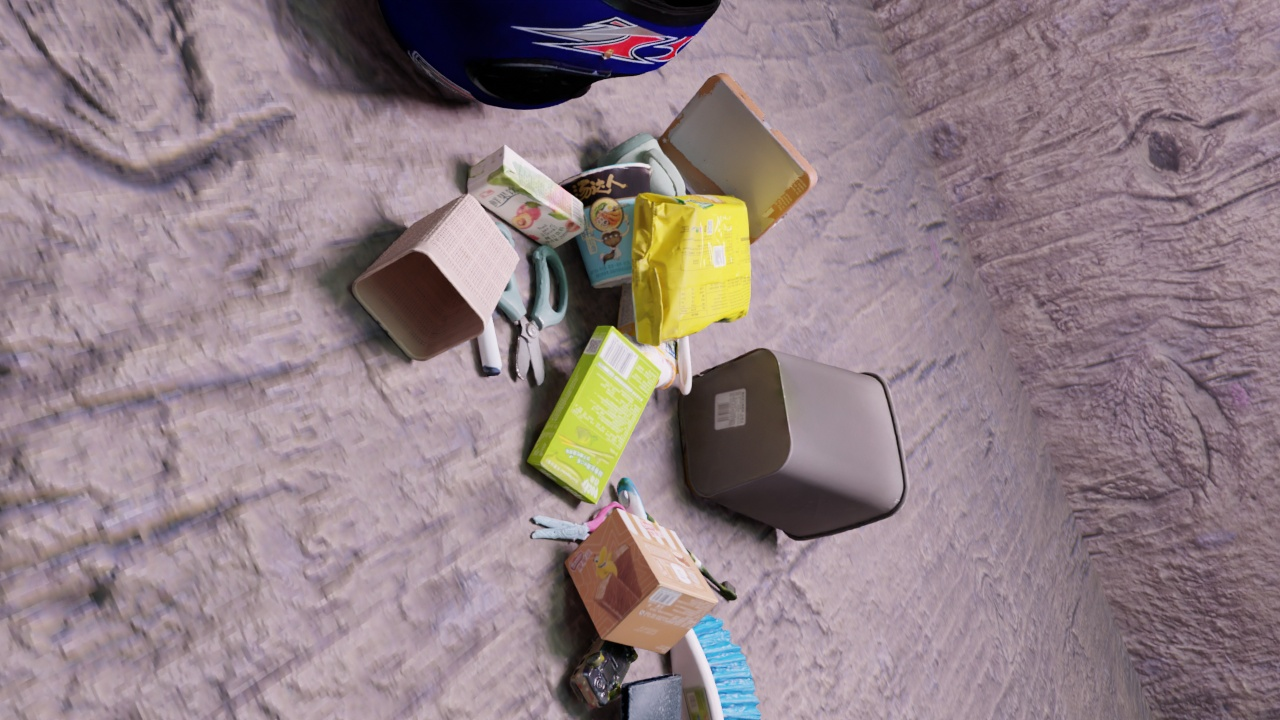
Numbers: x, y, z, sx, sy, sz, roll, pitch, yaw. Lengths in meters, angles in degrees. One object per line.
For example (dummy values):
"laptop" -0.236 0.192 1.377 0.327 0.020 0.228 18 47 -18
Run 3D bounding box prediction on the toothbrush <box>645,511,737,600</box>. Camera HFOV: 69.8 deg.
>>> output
"toothbrush" 0.055 0.218 1.021 0.186 0.012 0.017 46 33 -32

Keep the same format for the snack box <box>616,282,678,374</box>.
"snack box" 0.014 -0.056 1.094 0.087 0.034 0.140 39 42 -39

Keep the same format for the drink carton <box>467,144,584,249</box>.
"drink carton" -0.116 -0.167 0.944 0.122 0.054 0.045 32 44 -44

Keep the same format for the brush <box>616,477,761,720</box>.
"brush" 0.048 0.272 0.946 0.109 0.061 0.314 7 65 -51

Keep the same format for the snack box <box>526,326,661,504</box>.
"snack box" -0.043 0.053 0.901 0.085 0.026 0.156 41 66 -35

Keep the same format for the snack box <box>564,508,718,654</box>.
"snack box" 0.000 0.206 0.852 0.092 0.077 0.094 31 17 -44

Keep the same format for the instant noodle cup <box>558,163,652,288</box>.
"instant noodle cup" -0.027 -0.146 1.024 0.111 0.111 0.120 -10 87 -57

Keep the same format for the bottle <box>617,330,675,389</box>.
"bottle" -0.006 0.006 1.000 0.108 0.063 0.063 17 59 -51

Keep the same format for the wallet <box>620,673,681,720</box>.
"wallet" 0.011 0.344 0.845 0.120 0.019 0.097 27 61 -62

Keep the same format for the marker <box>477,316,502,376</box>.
"marker" -0.149 -0.049 0.860 0.023 0.018 0.130 107 -29 -79

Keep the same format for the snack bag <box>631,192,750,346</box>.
"snack bag" 0.063 -0.108 1.024 0.245 0.068 0.158 -22 111 -63

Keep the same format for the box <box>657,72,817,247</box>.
"box" 0.124 -0.247 1.182 0.180 0.218 0.157 49 42 2

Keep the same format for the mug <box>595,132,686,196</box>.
"mug" 0.008 -0.215 1.102 0.082 0.112 0.106 -34 101 -27

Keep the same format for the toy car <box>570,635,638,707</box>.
"toy car" -0.033 0.274 0.838 0.042 0.035 0.090 64 27 -10

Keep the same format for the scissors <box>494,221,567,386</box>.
"scissors" -0.124 -0.061 0.908 0.161 0.019 0.178 39 44 -39

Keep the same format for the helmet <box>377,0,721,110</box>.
"helmet" -0.103 -0.361 0.886 0.314 0.241 0.247 4 69 -43

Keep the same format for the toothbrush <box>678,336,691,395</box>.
"toothbrush" 0.053 -0.038 1.099 0.016 0.016 0.179 39 43 -48

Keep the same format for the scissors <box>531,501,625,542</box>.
"scissors" -0.057 0.173 0.881 0.137 0.017 0.072 8 76 -50

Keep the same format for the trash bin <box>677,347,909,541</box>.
"trash bin" 0.177 0.096 1.116 0.219 0.200 0.198 21 54 -42

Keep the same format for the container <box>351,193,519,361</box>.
"container" -0.168 -0.075 0.784 0.090 0.090 0.110 53 33 -24
